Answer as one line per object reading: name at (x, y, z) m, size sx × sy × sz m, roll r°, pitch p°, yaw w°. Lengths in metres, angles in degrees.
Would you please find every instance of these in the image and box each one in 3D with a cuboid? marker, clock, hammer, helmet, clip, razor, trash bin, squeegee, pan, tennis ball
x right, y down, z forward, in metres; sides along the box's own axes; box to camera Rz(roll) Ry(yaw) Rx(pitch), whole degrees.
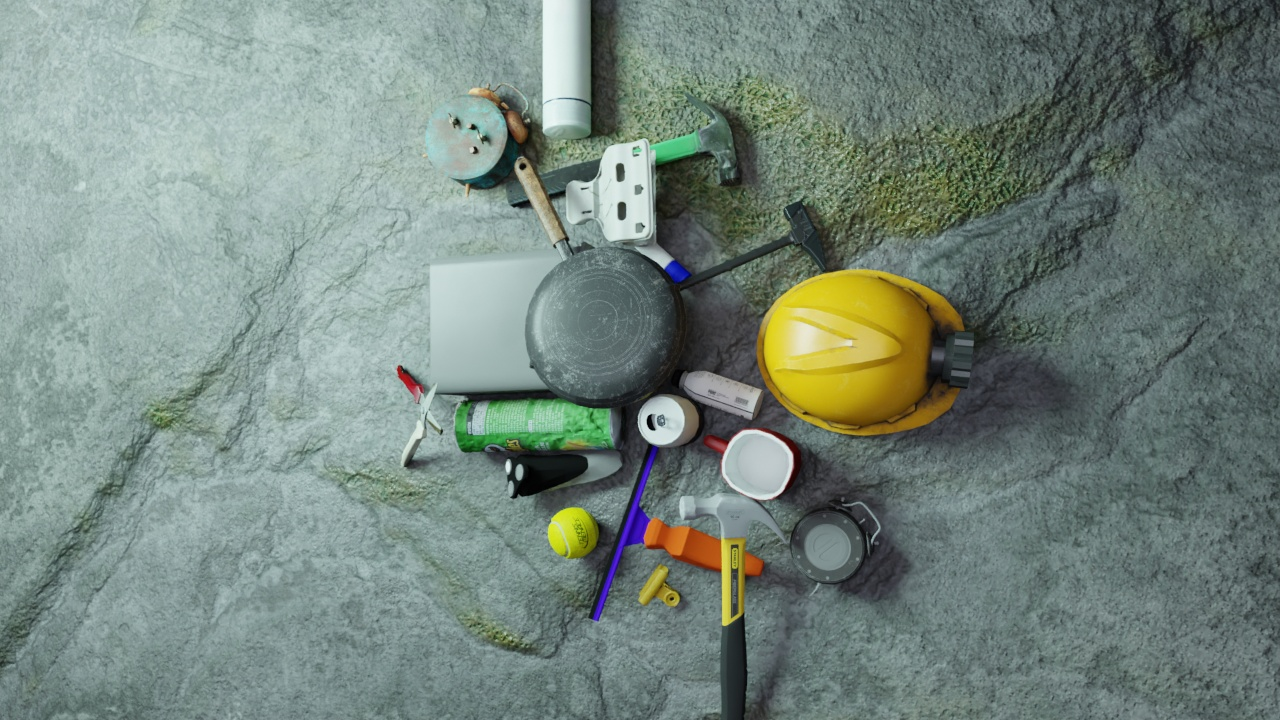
marker at (0.013, -0.147, 1.211) m, size 0.133 × 0.027 × 0.023 m, roll 43°, pitch 97°, yaw 16°
clock at (-0.220, -0.314, 1.261) m, size 0.121 × 0.073 × 0.158 m, roll 43°, pitch 97°, yaw 14°
hammer at (-0.032, -0.262, 1.228) m, size 0.319 × 0.032 × 0.130 m, roll -13°, pitch 84°, yaw 14°
helmet at (0.256, -0.014, 1.082) m, size 0.256 × 0.131 × 0.205 m, roll 7°, pitch 88°, yaw 16°
clip at (0.026, 0.295, 1.176) m, size 0.048 × 0.046 × 0.054 m, roll 38°, pitch 95°, yaw 39°
hammer at (0.113, 0.319, 1.117) m, size 0.127 × 0.029 × 0.324 m, roll -2°, pitch 99°, yaw -4°
clip at (-0.023, -0.208, 1.185) m, size 0.151 × 0.110 × 0.126 m, roll -4°, pitch 86°, yaw 52°
razor at (-0.101, 0.143, 1.209) m, size 0.156 × 0.060 × 0.057 m, roll -7°, pitch 73°, yaw -4°
trash bin at (-0.159, -0.048, 1.215) m, size 0.220 × 0.097 × 0.191 m, roll -3°, pitch 85°, yaw 16°
squeegee at (0.064, 0.234, 1.155) m, size 0.185 × 0.055 × 0.249 m, roll 16°, pitch 71°, yaw 13°
pan at (-0.081, -0.110, 1.123) m, size 0.208 × 0.040 × 0.356 m, roll -29°, pitch 76°, yaw 5°
hammer at (0.075, -0.096, 1.145) m, size 0.325 × 0.015 × 0.095 m, roll -23°, pitch 80°, yaw -5°
clock at (0.233, 0.221, 1.116) m, size 0.123 × 0.043 × 0.091 m, roll -39°, pitch 78°, yaw 10°
tennis ball at (-0.087, 0.224, 1.192) m, size 0.065 × 0.065 × 0.065 m, roll -1°, pitch 86°, yaw 15°

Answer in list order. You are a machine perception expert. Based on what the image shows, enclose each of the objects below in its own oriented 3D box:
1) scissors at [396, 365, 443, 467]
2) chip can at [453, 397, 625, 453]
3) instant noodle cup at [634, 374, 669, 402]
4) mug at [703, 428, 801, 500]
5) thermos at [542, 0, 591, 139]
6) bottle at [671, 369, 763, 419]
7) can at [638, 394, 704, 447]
scissors at (-0.303, 0.079, 1.240) m, size 0.199 × 0.015 × 0.180 m, roll 44°, pitch 127°, yaw 50°
chip can at (-0.130, 0.084, 1.209) m, size 0.223 × 0.075 × 0.075 m, roll -2°, pitch 86°, yaw 14°
instant noodle cup at (-0.007, 0.007, 1.162) m, size 0.102 × 0.108 × 0.102 m, roll -1°, pitch 86°, yaw 15°
mug at (0.135, 0.119, 1.122) m, size 0.116 × 0.096 × 0.080 m, roll 25°, pitch 93°, yaw 15°
thermos at (-0.099, -0.417, 1.238) m, size 0.068 × 0.068 × 0.230 m, roll -2°, pitch 86°, yaw 15°
bottle at (0.096, 0.039, 1.168) m, size 0.116 × 0.041 × 0.041 m, roll 19°, pitch 91°, yaw 16°
can at (0.037, 0.075, 1.136) m, size 0.064 × 0.127 × 0.064 m, roll -1°, pitch 86°, yaw 15°
